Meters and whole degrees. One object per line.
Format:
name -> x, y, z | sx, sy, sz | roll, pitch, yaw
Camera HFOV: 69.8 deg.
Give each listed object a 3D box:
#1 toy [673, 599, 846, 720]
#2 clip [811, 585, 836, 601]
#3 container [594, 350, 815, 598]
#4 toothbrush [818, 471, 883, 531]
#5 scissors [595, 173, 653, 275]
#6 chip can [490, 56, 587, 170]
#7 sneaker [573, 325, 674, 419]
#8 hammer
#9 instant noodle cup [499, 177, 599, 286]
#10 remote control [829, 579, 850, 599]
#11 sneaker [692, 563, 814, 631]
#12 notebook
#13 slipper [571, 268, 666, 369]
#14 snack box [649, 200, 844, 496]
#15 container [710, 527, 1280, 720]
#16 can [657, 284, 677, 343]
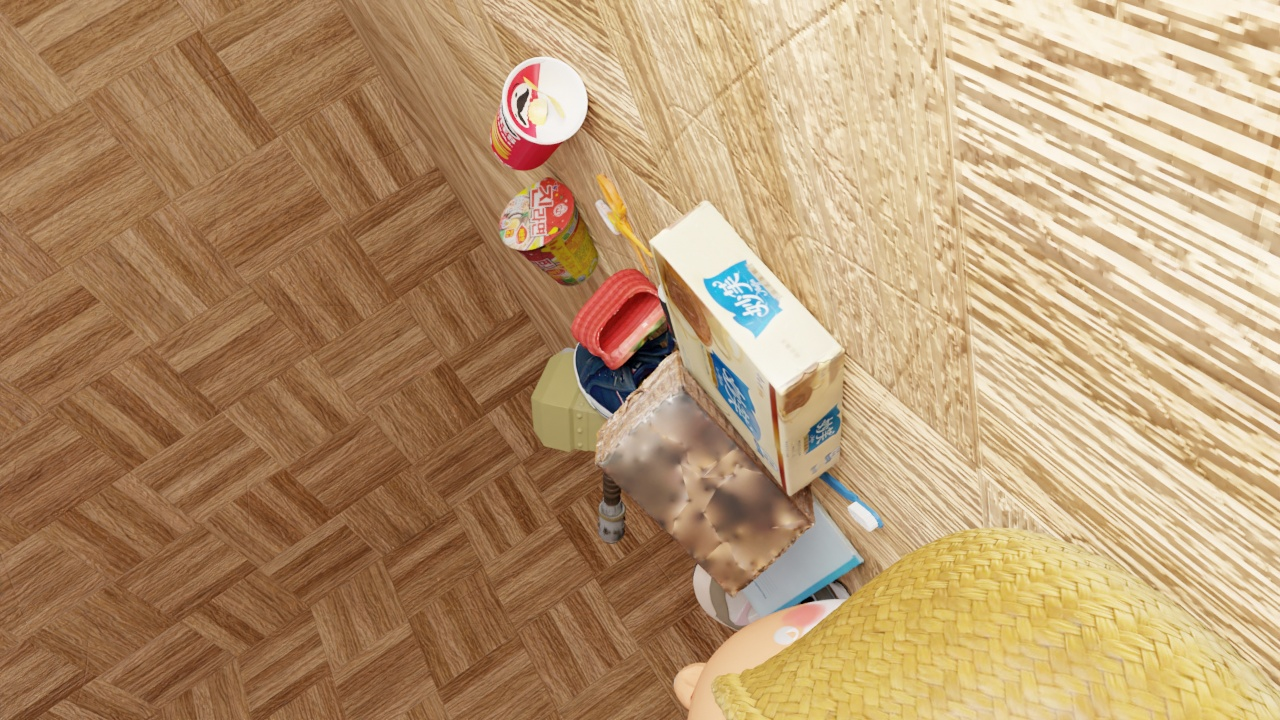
toy -> 0.163, 0.350, 0.833 | 0.262, 0.281, 0.266 | -78, -19, -51
clip -> 0.220, 0.286, 1.192 | 0.164, 0.031, 0.169 | 53, 174, 1
container -> 0.059, 0.103, 0.840 | 0.198, 0.114, 0.112 | 44, -169, -7
toothbrush -> 0.164, 0.108, 0.814 | 0.016, 0.014, 0.166 | 59, 173, -25
scissors -> -0.019, -0.137, 0.923 | 0.125, 0.011, 0.131 | 62, 172, -33
chip can -> -0.101, -0.221, 0.851 | 0.069, 0.069, 0.220 | 57, 173, -11
sneaker -> -0.006, 0.006, 1.034 | 0.294, 0.120, 0.127 | 37, 165, 54
hammer -> -0.039, 0.147, 1.256 | 0.190, 0.100, 0.326 | 12, 136, 10
instant noodle cup -> -0.105, -0.147, 1.136 | 0.100, 0.100, 0.112 | 50, 178, 37
remote control -> 0.271, 0.322, 1.083 | 0.146, 0.008, 0.045 | 56, 173, 1
sneaker -> 0.184, 0.338, 1.230 | 0.116, 0.111, 0.294 | 22, 161, 50
notebook -> 0.134, 0.188, 1.024 | 0.181, 0.009, 0.254 | 53, 150, 16
slipper -> -0.030, -0.055, 1.006 | 0.059, 0.103, 0.249 | 43, 179, -16
snack box -> 0.083, -0.001, 0.692 | 0.153, 0.055, 0.207 | 53, 172, 27
container -> 0.198, 0.233, 0.449 | 0.307, 0.196, 0.307 | 53, 172, 10
can -> 0.039, -0.045, 0.874 | 0.031, 0.031, 0.080 | 51, 172, 31
